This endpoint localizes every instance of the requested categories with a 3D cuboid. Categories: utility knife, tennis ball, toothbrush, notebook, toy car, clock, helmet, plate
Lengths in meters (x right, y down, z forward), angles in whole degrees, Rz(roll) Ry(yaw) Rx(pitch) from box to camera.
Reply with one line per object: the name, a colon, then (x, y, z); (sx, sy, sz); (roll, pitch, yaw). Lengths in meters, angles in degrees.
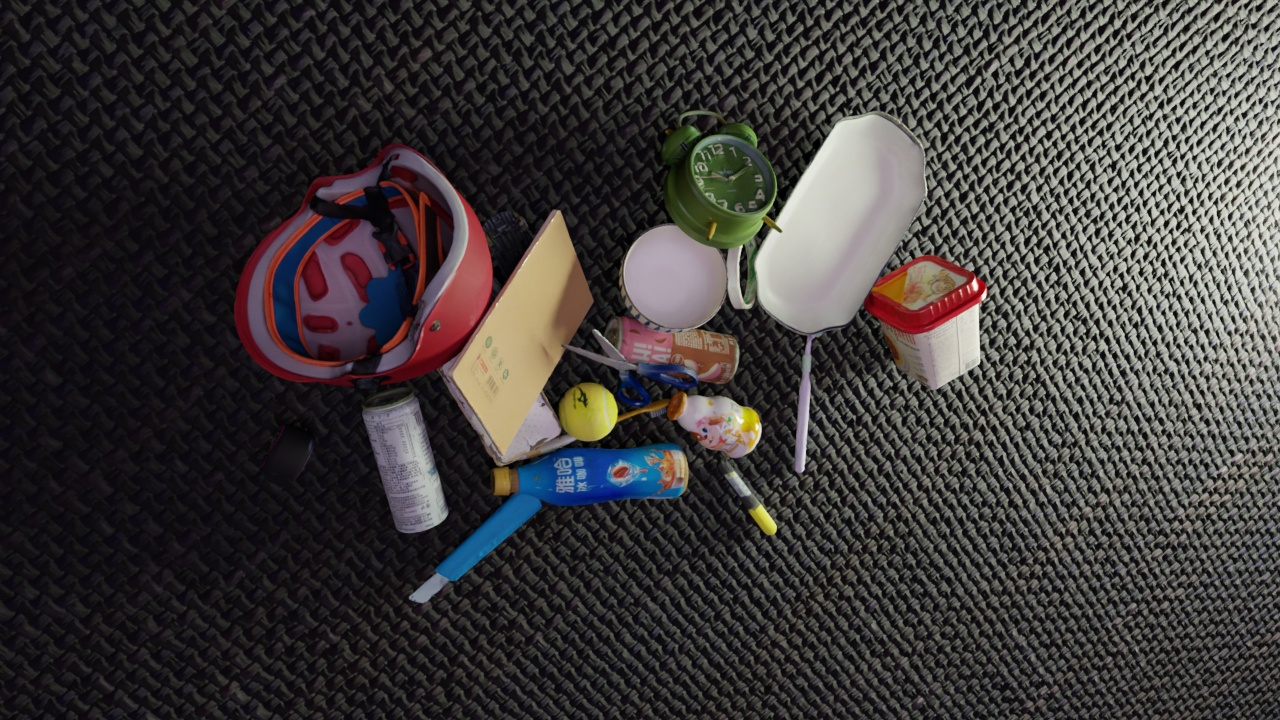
utility knife: (-0.186, 0.209, 1.034); (0.187, 0.018, 0.034); (-41, 101, -4)
tennis ball: (-0.058, 0.057, 1.010); (0.065, 0.065, 0.065); (-5, 105, -17)
toothbrush: (-0.052, 0.081, 1.047); (0.191, 0.016, 0.018); (-20, 118, -13)
notebook: (-0.111, -0.027, 0.909); (0.207, 0.008, 0.148); (-62, 154, -27)
toy car: (-0.128, -0.106, 0.964); (0.049, 0.031, 0.105); (-30, 110, -8)
clock: (0.082, -0.197, 0.977); (0.116, 0.056, 0.161); (-10, 71, -26)
helmet: (-0.242, -0.067, 0.868); (0.240, 0.144, 0.206); (-24, 69, 14)
plate: (0.226, -0.157, 1.061); (0.162, 0.034, 0.266); (28, 93, -26)
toothbrush: (0.203, 0.048, 1.121); (0.021, 0.029, 0.189); (9, 106, 21)

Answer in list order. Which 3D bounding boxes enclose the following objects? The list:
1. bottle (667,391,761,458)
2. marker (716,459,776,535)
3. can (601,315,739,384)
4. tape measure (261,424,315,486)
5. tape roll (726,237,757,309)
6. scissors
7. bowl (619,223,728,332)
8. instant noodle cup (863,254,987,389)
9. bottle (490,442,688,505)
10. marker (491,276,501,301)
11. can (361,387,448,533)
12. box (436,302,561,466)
bottle: (0.084, 0.070, 1.063); (0.108, 0.063, 0.063); (24, 95, -22)
marker: (0.130, 0.168, 1.131); (0.018, 0.015, 0.124); (-39, 109, -6)
can: (0.035, -0.011, 1.028); (0.147, 0.058, 0.058); (9, 101, -20)
tape measure: (-0.358, 0.094, 0.926); (0.039, 0.057, 0.058); (29, 102, -22)
tape roll: (0.115, -0.100, 1.023); (0.014, 0.085, 0.086); (3, 107, 23)
scissors: (-0.014, 0.012, 0.993); (0.163, 0.161, 0.012); (7, 59, -13)
bowl: (0.030, -0.084, 0.994); (0.116, 0.066, 0.116); (2, 80, -12)
instant noodle cup: (0.346, -0.043, 1.099); (0.116, 0.116, 0.124); (-29, 122, -10)
bottle: (-0.057, 0.128, 1.028); (0.218, 0.065, 0.065); (-1, 104, -19)
marker: (-0.169, -0.096, 0.961); (0.017, 0.017, 0.146); (-35, 111, -7)
can: (-0.247, 0.105, 0.965); (0.058, 0.058, 0.147); (-16, 108, -14)
box: (-0.154, 0.028, 0.977); (0.089, 0.061, 0.184); (-29, 113, -9)
